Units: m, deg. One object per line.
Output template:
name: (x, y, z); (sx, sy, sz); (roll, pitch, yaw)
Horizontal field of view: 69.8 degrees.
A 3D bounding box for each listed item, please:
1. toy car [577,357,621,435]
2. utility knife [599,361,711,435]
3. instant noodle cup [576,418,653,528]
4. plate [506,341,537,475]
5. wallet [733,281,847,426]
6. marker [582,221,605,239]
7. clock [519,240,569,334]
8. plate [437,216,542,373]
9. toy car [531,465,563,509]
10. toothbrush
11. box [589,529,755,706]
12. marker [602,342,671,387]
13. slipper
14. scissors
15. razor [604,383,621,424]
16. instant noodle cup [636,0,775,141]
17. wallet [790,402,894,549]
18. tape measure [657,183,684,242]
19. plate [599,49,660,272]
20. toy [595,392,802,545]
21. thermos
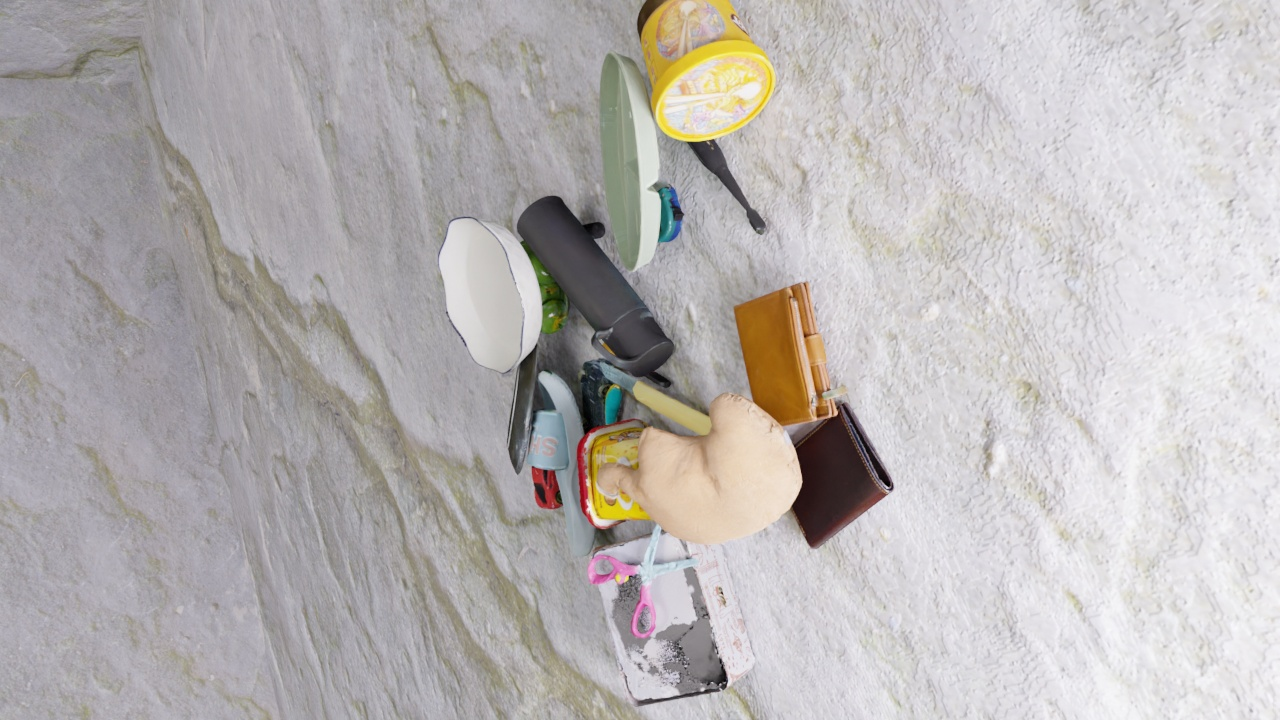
toy car: (-0.049, 0.055, 1.138); (0.054, 0.036, 0.121); (33, 131, 45)
utility knife: (0.026, 0.048, 1.032); (0.208, 0.021, 0.031); (24, 120, 30)
instant noodle cup: (0.008, 0.129, 1.027); (0.124, 0.116, 0.116); (1, 97, 40)
plate: (-0.160, 0.062, 1.217); (0.179, 0.024, 0.179); (-174, 91, -79)
wallet: (0.140, -0.002, 0.884); (0.119, 0.035, 0.130); (-18, 82, 56)
marker: (-0.090, -0.160, 1.163); (0.132, 0.020, 0.022); (2, 92, 52)
clock: (-0.138, -0.096, 1.191); (0.161, 0.056, 0.116); (16, 120, 49)
plate: (-0.192, -0.087, 1.179); (0.205, 0.045, 0.205); (29, 129, 44)
toy car: (-0.131, 0.152, 1.264); (0.049, 0.031, 0.106); (-3, 92, 51)
toothbrush: (0.072, -0.211, 0.945); (0.212, 0.026, 0.027); (60, 172, 24)
box: (0.006, 0.291, 1.051); (0.272, 0.132, 0.179); (-31, 72, 55)
marker: (-0.006, 0.006, 1.088); (0.124, 0.018, 0.015); (30, 119, 44)
slipper: (-0.108, 0.133, 1.174); (0.104, 0.074, 0.245); (-172, 72, -78)
scissors: (0.004, 0.232, 0.966); (0.134, 0.017, 0.131); (-16, 79, 25)
razor: (-0.034, 0.079, 1.101); (0.028, 0.043, 0.133); (-101, 13, -53)
instant noodle cup: (0.056, -0.293, 0.884); (0.119, 0.118, 0.114); (-45, 54, 46)
wallet: (0.179, 0.111, 0.874); (0.123, 0.020, 0.096); (-52, 52, 44)
tape measure: (0.022, -0.158, 1.017); (0.058, 0.025, 0.054); (-36, 68, 49)
plate: (-0.012, -0.210, 0.975); (0.230, 0.027, 0.230); (172, 91, -81)
toy: (0.051, 0.123, 0.912); (0.227, 0.082, 0.143); (-26, 91, 29)
thermos: (-0.061, -0.087, 1.064); (0.242, 0.089, 0.069); (52, 128, 24)
